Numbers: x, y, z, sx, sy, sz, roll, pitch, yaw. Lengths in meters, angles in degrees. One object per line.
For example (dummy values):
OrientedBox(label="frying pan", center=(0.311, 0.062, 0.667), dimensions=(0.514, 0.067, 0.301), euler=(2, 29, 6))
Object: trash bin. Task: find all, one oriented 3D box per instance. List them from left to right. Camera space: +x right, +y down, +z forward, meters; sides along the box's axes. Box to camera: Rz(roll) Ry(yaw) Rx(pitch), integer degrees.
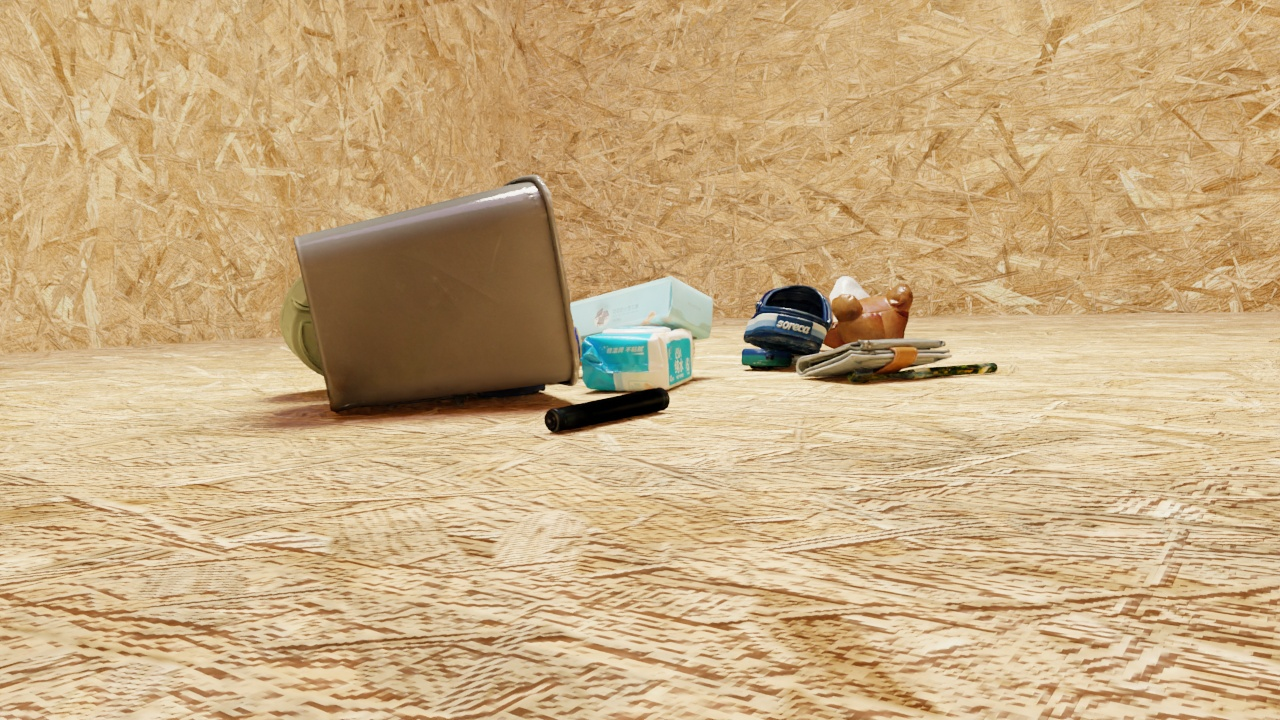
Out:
OrientedBox(label="trash bin", center=(-0.194, -0.056, 0.855), dimensions=(0.219, 0.199, 0.199), euler=(-13, 10, -18))

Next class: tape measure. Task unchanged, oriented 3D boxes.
OrientedBox(label="tape measure", center=(0.151, -0.001, 1.121), dimensions=(0.055, 0.025, 0.058), euler=(0, -3, 38))

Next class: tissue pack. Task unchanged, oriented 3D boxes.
OrientedBox(label="tissue pack", center=(-0.001, -0.004, 0.961), dimensions=(0.090, 0.063, 0.139), euler=(0, 5, 18))

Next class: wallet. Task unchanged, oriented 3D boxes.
OrientedBox(label="wallet", center=(0.249, 0.001, 0.975), dimensions=(0.129, 0.037, 0.107), euler=(-3, -7, -24))

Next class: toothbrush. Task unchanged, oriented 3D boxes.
OrientedBox(label="toothbrush", center=(0.296, 0.011, 0.949), dimensions=(0.185, 0.012, 0.017), euler=(-3, -35, -21))

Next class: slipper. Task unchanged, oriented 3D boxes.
OrientedBox(label="slipper", center=(0.192, -0.055, 1.184), dimensions=(0.105, 0.095, 0.252), euler=(17, 2, 8))

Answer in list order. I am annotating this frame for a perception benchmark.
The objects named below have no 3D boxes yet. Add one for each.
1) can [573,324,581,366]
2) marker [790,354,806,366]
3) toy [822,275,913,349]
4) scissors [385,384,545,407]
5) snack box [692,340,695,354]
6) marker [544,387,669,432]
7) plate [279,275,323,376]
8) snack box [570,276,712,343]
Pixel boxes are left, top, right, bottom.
OrientedBox(label="can", center=(-0.119, -0.014, 1.084), dimensions=(0.049, 0.074, 0.148), euler=(-1, 3, -27))
OrientedBox(label="marker", center=(0.189, -0.001, 1.152), dimensions=(0.017, 0.017, 0.146), euler=(-3, 4, -19))
OrientedBox(label="toy", center=(0.316, -0.066, 1.360), dimensions=(0.140, 0.130, 0.200), euler=(-8, -5, -4))
OrientedBox(label="scissors", center=(-0.172, 0.032, 0.899), dimensions=(0.175, 0.012, 0.163), euler=(-6, 7, -33))
OrientedBox(label="snack box", center=(0.009, -0.018, 1.374), dimensions=(0.140, 0.034, 0.086), euler=(1, 5, 9))
OrientedBox(label="marker", center=(-0.022, 0.037, 0.704), dimensions=(0.022, 0.020, 0.131), euler=(-12, -3, 38))
OrientedBox(label="plate", center=(-0.272, -0.045, 1.006), dimensions=(0.230, 0.027, 0.231), euler=(-17, -32, -11))
OrientedBox(label="snack box", center=(-0.005, -0.047, 1.063), dimensions=(0.175, 0.051, 0.074), euler=(-11, -24, 42))
